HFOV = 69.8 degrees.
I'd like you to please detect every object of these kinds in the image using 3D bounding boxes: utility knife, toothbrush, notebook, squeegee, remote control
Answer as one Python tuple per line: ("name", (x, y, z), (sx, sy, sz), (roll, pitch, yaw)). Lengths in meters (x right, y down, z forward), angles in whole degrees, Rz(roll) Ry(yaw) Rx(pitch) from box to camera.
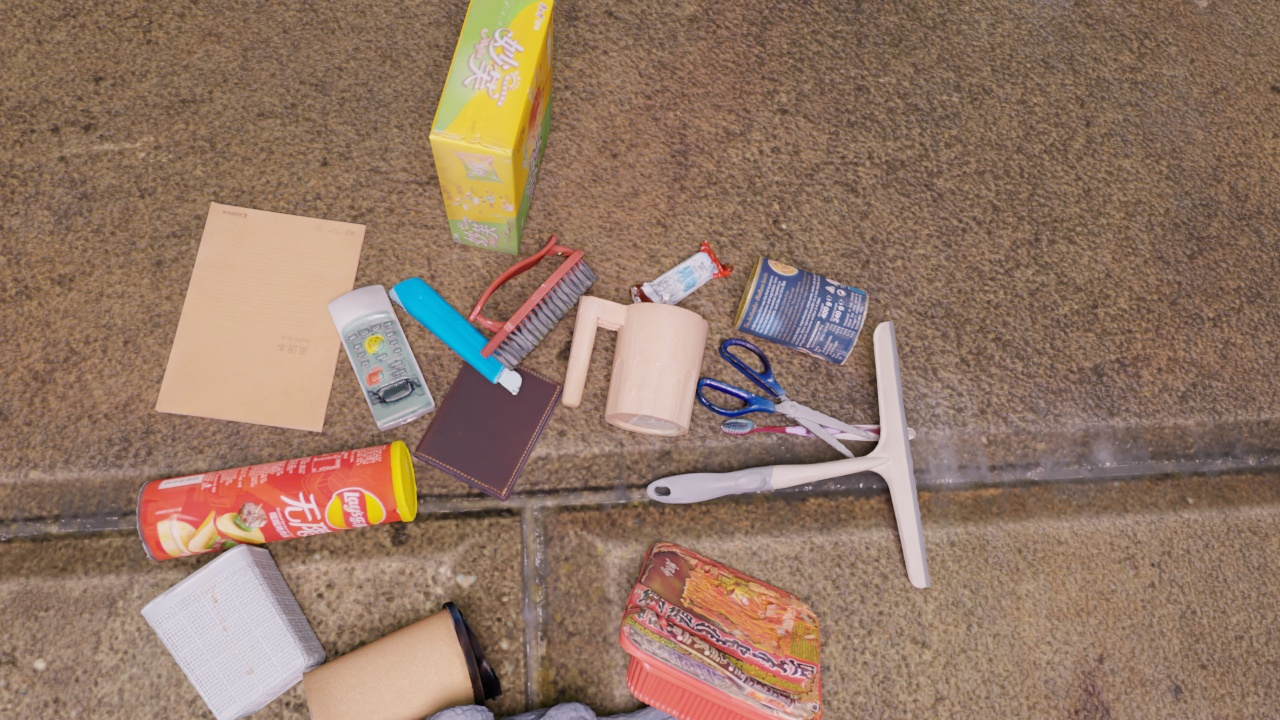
("utility knife", (-0.170, -0.023, 0.858), (0.166, 0.018, 0.034), (39, 69, 18))
("toothbrush", (0.170, 0.065, 0.870), (0.187, 0.017, 0.016), (2, 69, -3))
("notebook", (-0.354, -0.044, 0.867), (0.149, 0.012, 0.211), (8, 72, -4))
("squeegee", (0.127, 0.102, 0.826), (0.246, 0.039, 0.246), (-8, 91, 2))
("remote control", (-0.242, -0.004, 0.854), (0.056, 0.019, 0.135), (-22, 78, -15))

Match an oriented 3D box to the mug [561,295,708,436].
("mug", (-0.005, 0.005, 0.836), (0.124, 0.084, 0.103), (14, 73, -14))

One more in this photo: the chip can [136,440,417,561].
("chip can", (-0.306, 0.119, 0.786), (0.216, 0.073, 0.073), (-8, 73, -8))

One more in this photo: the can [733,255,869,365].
("can", (0.153, -0.047, 0.874), (0.111, 0.075, 0.075), (19, 72, 1))

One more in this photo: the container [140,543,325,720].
("container", (-0.324, 0.223, 0.745), (0.089, 0.090, 0.111), (-34, 81, -13))

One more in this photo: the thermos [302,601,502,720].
("thermos", (-0.189, 0.255, 0.733), (0.143, 0.093, 0.093), (-16, 74, -21))

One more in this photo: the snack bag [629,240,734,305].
("snack bag", (0.041, -0.078, 0.900), (0.105, 0.026, 0.045), (-34, 87, -13))

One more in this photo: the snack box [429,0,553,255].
("snack box", (-0.128, -0.210, 0.833), (0.070, 0.210, 0.157), (12, 73, -2))

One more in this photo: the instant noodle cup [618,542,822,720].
("instant noodle cup", (0.061, 0.234, 0.748), (0.164, 0.188, 0.079), (24, 107, 4))

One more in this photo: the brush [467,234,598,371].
("brush", (-0.097, -0.062, 0.851), (0.069, 0.063, 0.145), (43, 50, -6))

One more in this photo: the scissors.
("scissors", (0.128, 0.046, 0.861), (0.146, 0.012, 0.169), (-21, 64, -21))

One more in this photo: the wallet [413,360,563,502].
("wallet", (-0.139, 0.056, 0.848), (0.096, 0.020, 0.122), (26, 72, 0))

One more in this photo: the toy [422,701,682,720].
("toy", (-0.112, 0.314, 0.700), (0.355, 0.138, 0.091), (4, 46, -31))
